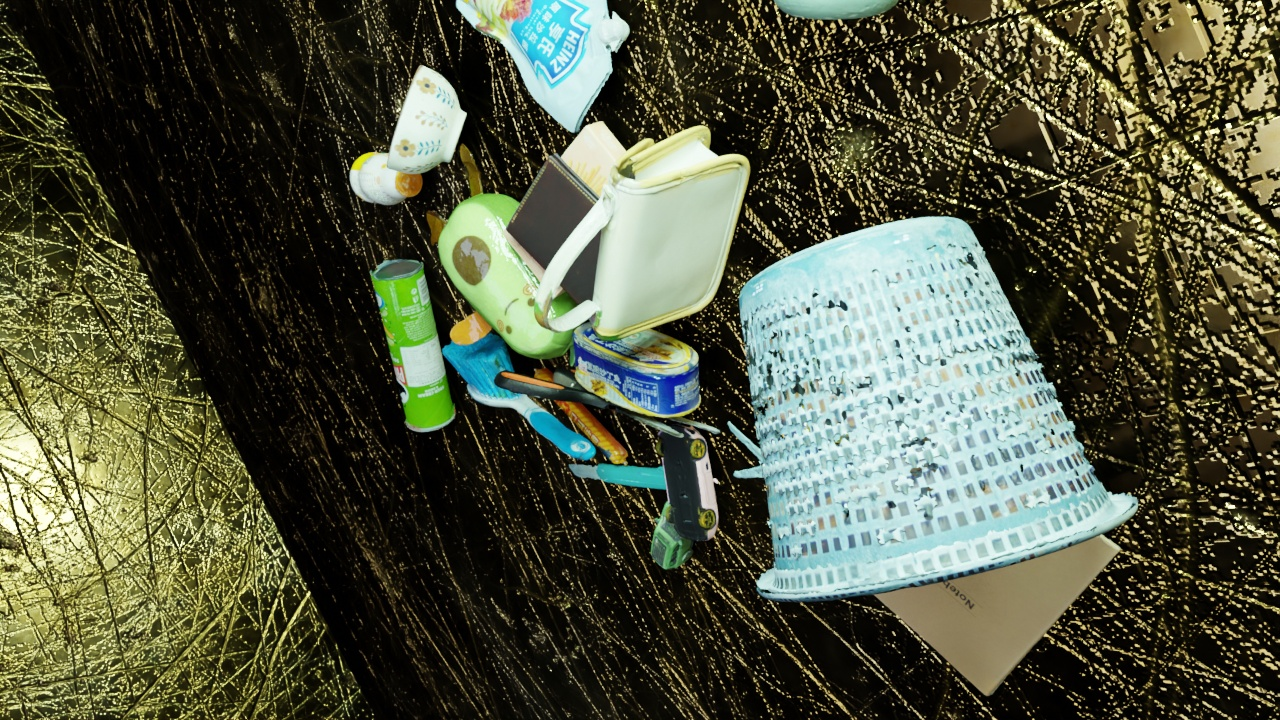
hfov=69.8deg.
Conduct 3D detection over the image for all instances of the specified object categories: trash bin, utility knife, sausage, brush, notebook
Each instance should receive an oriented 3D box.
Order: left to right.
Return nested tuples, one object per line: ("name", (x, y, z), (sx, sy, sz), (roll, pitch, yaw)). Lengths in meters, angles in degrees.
("brush", (-0.145, 0.036, 1.068), (0.315, 0.060, 0.109), (14, 130, 59))
("sausage", (-0.069, 0.061, 1.041), (0.165, 0.021, 0.022), (44, 142, 24))
("utility knife", (-0.019, 0.127, 1.029), (0.210, 0.013, 0.029), (-3, 111, 50))
("trash bin", (0.159, 0.025, 0.573), (0.227, 0.226, 0.195), (-26, 76, 56))
("notebook", (0.250, 0.155, 0.706), (0.148, 0.008, 0.208), (41, 141, 27))

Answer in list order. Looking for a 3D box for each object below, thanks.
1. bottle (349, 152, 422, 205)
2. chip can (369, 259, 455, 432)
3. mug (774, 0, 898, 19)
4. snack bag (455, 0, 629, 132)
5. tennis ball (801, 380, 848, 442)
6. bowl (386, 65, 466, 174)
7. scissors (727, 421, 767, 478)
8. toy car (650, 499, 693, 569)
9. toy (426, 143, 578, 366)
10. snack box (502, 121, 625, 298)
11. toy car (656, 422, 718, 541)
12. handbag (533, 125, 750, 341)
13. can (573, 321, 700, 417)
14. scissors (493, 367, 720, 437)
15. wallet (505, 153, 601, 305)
("bottle", (-0.306, -0.220, 1.116), (0.108, 0.063, 0.063), (17, 126, 47))
("chip can", (-0.308, -0.019, 1.252), (0.072, 0.072, 0.236), (24, 130, 42))
("mug", (0.129, -0.256, 0.523), (0.112, 0.082, 0.106), (5, 122, 15))
("snack bag", (-0.089, -0.298, 0.793), (0.191, 0.038, 0.110), (51, 118, 18))
("tennis ball", (0.148, 0.030, 0.699), (0.065, 0.065, 0.066), (32, 136, 37))
("bowl", (-0.222, -0.246, 0.973), (0.062, 0.113, 0.114), (21, 147, -14))
("scissors", (0.124, 0.095, 0.823), (0.133, 0.017, 0.129), (46, 145, 28))
("toy car", (0.036, 0.186, 0.982), (0.043, 0.036, 0.091), (40, 137, 31))
("toy", (-0.146, -0.099, 0.965), (0.246, 0.089, 0.228), (50, 128, 12))
("snack box", (-0.060, -0.136, 0.847), (0.084, 0.026, 0.158), (51, 130, 4))
("toy car", (0.050, 0.121, 0.918), (0.056, 0.037, 0.122), (-1, 100, 44))
("handbag", (-0.009, -0.091, 0.721), (0.063, 0.178, 0.164), (46, 144, 30))
("can", (-0.005, 0.005, 0.875), (0.148, 0.074, 0.049), (23, 127, 42))
("scissors", (-0.042, 0.041, 0.905), (0.221, 0.222, 0.022), (-145, 65, -69))
("wallet", (-0.060, -0.111, 0.829), (0.122, 0.020, 0.097), (45, 124, 9))
